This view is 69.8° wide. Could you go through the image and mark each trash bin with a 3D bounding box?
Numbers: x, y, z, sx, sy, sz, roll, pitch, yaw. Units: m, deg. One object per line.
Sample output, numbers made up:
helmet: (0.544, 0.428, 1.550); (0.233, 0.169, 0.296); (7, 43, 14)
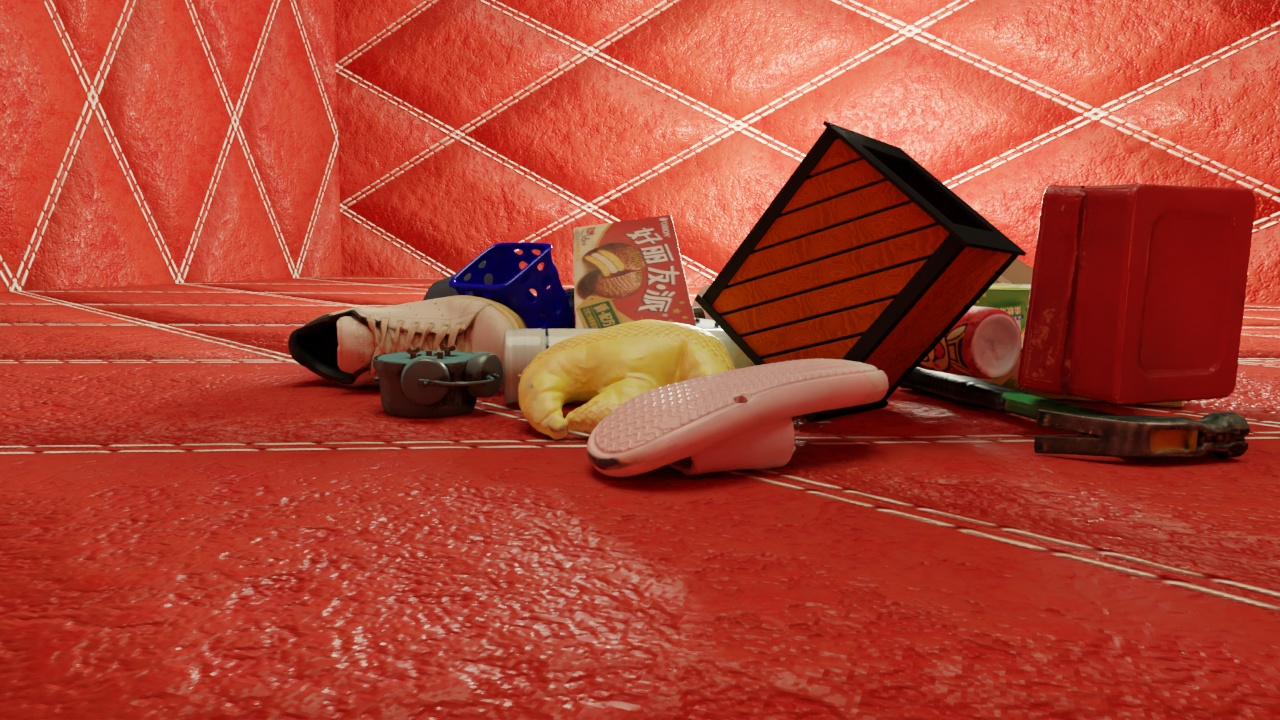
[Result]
trash bin: (0.173, -0.067, 0.729); (0.139, 0.172, 0.139); (-4, 47, -52)

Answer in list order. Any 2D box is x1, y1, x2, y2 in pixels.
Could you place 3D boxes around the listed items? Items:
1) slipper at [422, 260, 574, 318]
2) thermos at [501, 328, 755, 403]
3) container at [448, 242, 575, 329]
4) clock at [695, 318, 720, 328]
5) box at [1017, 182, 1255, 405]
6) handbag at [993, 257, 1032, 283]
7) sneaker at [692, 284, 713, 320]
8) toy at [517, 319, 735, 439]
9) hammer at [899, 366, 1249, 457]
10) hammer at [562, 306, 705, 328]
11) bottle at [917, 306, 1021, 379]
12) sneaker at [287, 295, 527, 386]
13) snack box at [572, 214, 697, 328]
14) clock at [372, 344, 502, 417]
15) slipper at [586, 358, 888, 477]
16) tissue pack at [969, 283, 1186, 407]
slipper: (-0.157, -0.081, 1.053); (0.264, 0.082, 0.101); (-2, 11, 9)
thermos: (-0.005, 0.005, 0.800); (0.230, 0.068, 0.068); (-1, 8, -8)
container: (-0.123, -0.050, 0.932); (0.085, 0.114, 0.084); (7, 40, 36)
clock: (0.057, -0.016, 0.968); (0.118, 0.057, 0.083); (-1, 13, -35)
box: (0.360, -0.048, 0.667); (0.136, 0.157, 0.127); (-7, 14, -41)
handbag: (0.398, -0.038, 1.033); (0.175, 0.062, 0.198); (32, -18, -3)
sneaker: (0.131, -0.040, 1.144); (0.104, 0.090, 0.237); (20, -6, -15)
toy: (-0.009, 0.012, 0.702); (0.170, 0.065, 0.154); (0, 31, 8)
hammer: (0.304, 0.034, 0.746); (0.130, 0.032, 0.319); (-2, 7, -14)
hammer: (-0.078, -0.038, 1.124); (0.300, 0.037, 0.218); (-7, 9, -15)
bottle: (0.263, -0.020, 0.812); (0.061, 0.062, 0.138); (-3, 7, -26)
sneaker: (-0.224, -0.019, 0.854); (0.242, 0.089, 0.102); (-1, -2, 23)
snack box: (-0.009, -0.065, 0.938); (0.113, 0.060, 0.236); (-7, 36, 0)
clock: (-0.164, 0.016, 0.745); (0.089, 0.053, 0.124); (-7, 10, -39)
slipper: (0.066, 0.037, 0.598); (0.221, 0.056, 0.107); (-14, 12, -28)
tissue pack: (0.392, -0.014, 0.836); (0.198, 0.120, 0.141); (-3, 7, 27)
